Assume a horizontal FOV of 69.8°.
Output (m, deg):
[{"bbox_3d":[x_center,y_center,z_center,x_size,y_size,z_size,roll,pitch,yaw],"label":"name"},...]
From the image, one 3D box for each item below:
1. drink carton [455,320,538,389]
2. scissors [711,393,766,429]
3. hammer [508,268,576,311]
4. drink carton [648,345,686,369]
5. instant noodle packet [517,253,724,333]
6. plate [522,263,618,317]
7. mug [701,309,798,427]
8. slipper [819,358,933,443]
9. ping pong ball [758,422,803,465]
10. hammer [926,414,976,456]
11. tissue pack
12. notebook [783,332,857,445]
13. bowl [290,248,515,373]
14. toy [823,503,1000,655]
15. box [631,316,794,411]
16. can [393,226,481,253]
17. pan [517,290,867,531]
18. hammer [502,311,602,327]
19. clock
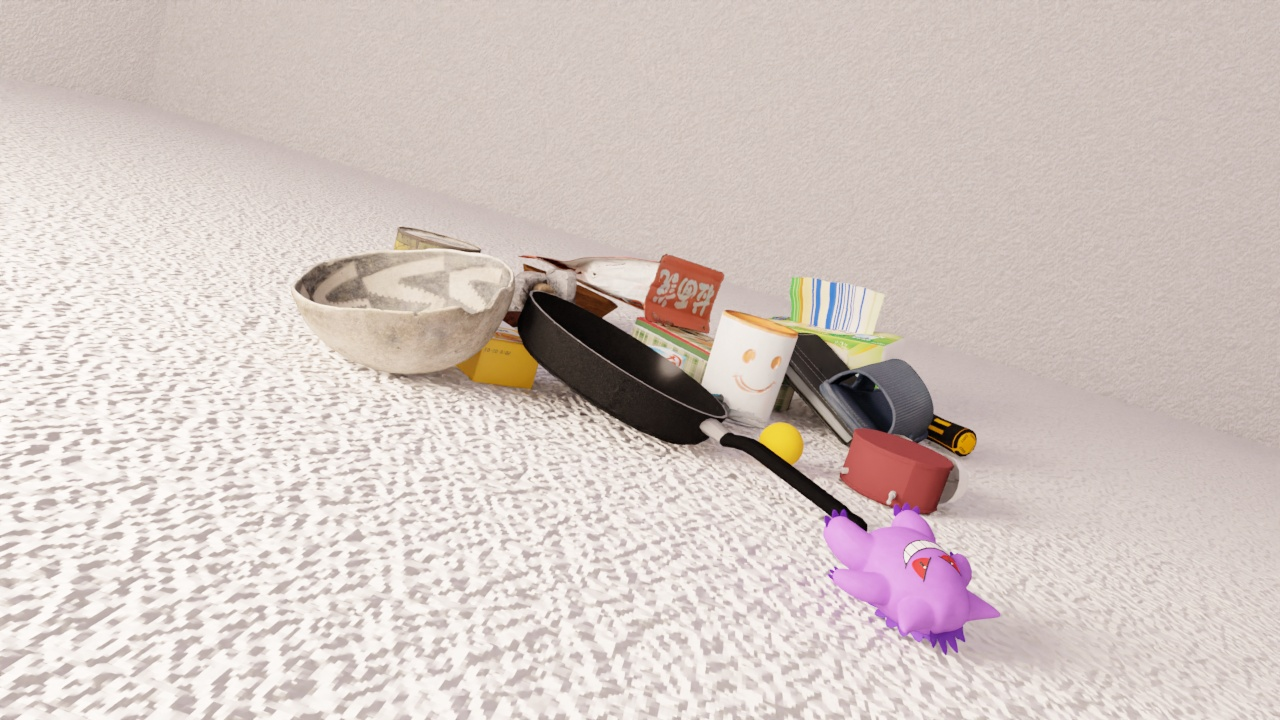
[{"bbox_3d":[-0.148,-0.015,0.861,0.058,0.040,0.122,9,12,-35],"label":"drink carton"},{"bbox_3d":[0.049,0.043,0.916,0.144,0.019,0.126,-5,37,-32],"label":"scissors"},{"bbox_3d":[-0.219,-0.101,1.112,0.319,0.049,0.121,14,14,41],"label":"hammer"},{"bbox_3d":[-0.006,0.006,0.973,0.128,0.044,0.039,4,17,-46],"label":"drink carton"},{"bbox_3d":[-0.028,-0.107,1.180,0.221,0.084,0.164,18,6,32],"label":"instant noodle packet"},{"bbox_3d":[-0.094,-0.084,1.155,0.131,0.025,0.131,23,6,-3],"label":"plate"},{"bbox_3d":[0.111,0.008,0.970,0.082,0.105,0.082,16,11,-3],"label":"mug"},{"bbox_3d":[0.289,0.048,1.030,0.263,0.083,0.101,8,45,-58],"label":"slipper"},{"bbox_3d":[0.125,0.075,0.816,0.040,0.040,0.040,16,10,-3],"label":"ping pong ball"},{"bbox_3d":[0.336,0.063,1.251,0.123,0.036,0.321,9,10,-23],"label":"hammer"},{"bbox_3d":[0.259,-0.038,1.261,0.198,0.141,0.120,11,13,24],"label":"tissue pack"},{"bbox_3d":[0.224,0.027,1.098,0.169,0.029,0.208,50,19,19],"label":"notebook"},{"bbox_3d":[-0.192,-0.034,0.762,0.178,0.081,0.178,3,22,-1],"label":"bowl"},{"bbox_3d":[0.157,0.130,0.539,0.106,0.056,0.088,0,21,-27],"label":"toy"},{"bbox_3d":[0.085,0.002,1.123,0.117,0.050,0.206,7,15,-39],"label":"box"},{"bbox_3d":[-0.223,-0.095,0.981,0.090,0.075,0.089,16,10,-3],"label":"can"},{"bbox_3d":[0.035,0.047,0.776,0.356,0.044,0.204,37,10,29],"label":"pan"},{"bbox_3d":[-0.131,-0.056,1.148,0.111,0.028,0.300,18,11,14],"label":"hammer"},{"bbox_3d":[0.240,0.101,0.841,0.137,0.048,0.096,7,14,-44],"label":"clock"}]
